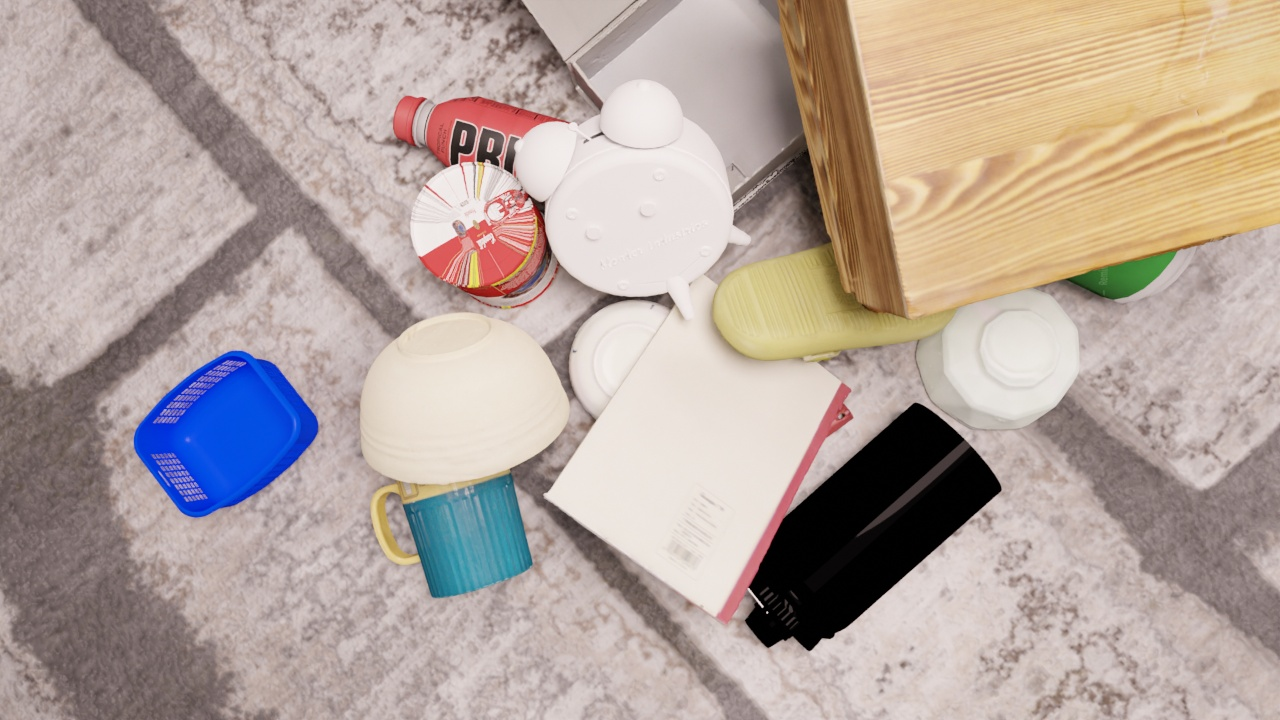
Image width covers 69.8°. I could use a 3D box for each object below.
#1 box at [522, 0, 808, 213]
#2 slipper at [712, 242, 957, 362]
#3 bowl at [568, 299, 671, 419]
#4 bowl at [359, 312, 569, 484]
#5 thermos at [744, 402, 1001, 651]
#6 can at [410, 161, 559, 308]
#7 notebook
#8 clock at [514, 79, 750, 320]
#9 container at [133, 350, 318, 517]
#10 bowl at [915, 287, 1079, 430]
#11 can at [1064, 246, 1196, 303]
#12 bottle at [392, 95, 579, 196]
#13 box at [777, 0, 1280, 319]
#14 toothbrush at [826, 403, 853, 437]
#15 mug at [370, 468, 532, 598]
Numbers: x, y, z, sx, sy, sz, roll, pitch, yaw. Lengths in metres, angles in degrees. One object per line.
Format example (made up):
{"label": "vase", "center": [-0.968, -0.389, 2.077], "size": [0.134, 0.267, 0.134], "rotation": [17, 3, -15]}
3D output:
{"label": "box", "center": [-0.036, -0.324, 0.657], "size": [0.166, 0.119, 0.478], "rotation": [-41, 107, 0]}
{"label": "slipper", "center": [0.139, -0.034, 0.670], "size": [0.190, 0.082, 0.091], "rotation": [-12, 61, -17]}
{"label": "bowl", "center": [-0.004, 0.004, 0.696], "size": [0.105, 0.054, 0.105], "rotation": [0, 87, 5]}
{"label": "bowl", "center": [-0.129, 0.014, 0.645], "size": [0.151, 0.150, 0.075], "rotation": [-6, 118, 3]}
{"label": "thermos", "center": [0.153, 0.128, 0.662], "size": [0.198, 0.086, 0.086], "rotation": [-42, 85, 0]}
{"label": "can", "center": [-0.110, -0.088, 0.675], "size": [0.086, 0.116, 0.086], "rotation": [0, 86, 3]}
{"label": "notebook", "center": [0.049, 0.056, 0.650], "size": [0.153, 0.012, 0.208], "rotation": [37, 64, -6]}
{"label": "clock", "center": [-0.002, -0.101, 0.615], "size": [0.125, 0.161, 0.072], "rotation": [-21, 45, 17]}
{"label": "container", "center": [-0.314, 0.056, 0.708], "size": [0.114, 0.058, 0.096], "rotation": [-40, 85, 0]}
{"label": "bowl", "center": [0.269, -0.006, 0.676], "size": [0.117, 0.061, 0.117], "rotation": [0, 86, 4]}
{"label": "can", "center": [0.312, -0.103, 0.651], "size": [0.140, 0.088, 0.088], "rotation": [23, 88, -11]}
{"label": "bottle", "center": [-0.103, -0.164, 0.707], "size": [0.176, 0.062, 0.062], "rotation": [17, 88, 4]}
{"label": "box", "center": [0.240, -0.165, 0.524], "size": [0.279, 0.168, 0.245], "rotation": [-14, 97, -3]}
{"label": "toothbrush", "center": [0.082, 0.093, 0.703], "size": [0.190, 0.016, 0.016], "rotation": [-35, 85, 1]}
{"label": "mug", "center": [-0.145, 0.118, 0.687], "size": [0.114, 0.083, 0.107], "rotation": [-17, 89, 14]}
